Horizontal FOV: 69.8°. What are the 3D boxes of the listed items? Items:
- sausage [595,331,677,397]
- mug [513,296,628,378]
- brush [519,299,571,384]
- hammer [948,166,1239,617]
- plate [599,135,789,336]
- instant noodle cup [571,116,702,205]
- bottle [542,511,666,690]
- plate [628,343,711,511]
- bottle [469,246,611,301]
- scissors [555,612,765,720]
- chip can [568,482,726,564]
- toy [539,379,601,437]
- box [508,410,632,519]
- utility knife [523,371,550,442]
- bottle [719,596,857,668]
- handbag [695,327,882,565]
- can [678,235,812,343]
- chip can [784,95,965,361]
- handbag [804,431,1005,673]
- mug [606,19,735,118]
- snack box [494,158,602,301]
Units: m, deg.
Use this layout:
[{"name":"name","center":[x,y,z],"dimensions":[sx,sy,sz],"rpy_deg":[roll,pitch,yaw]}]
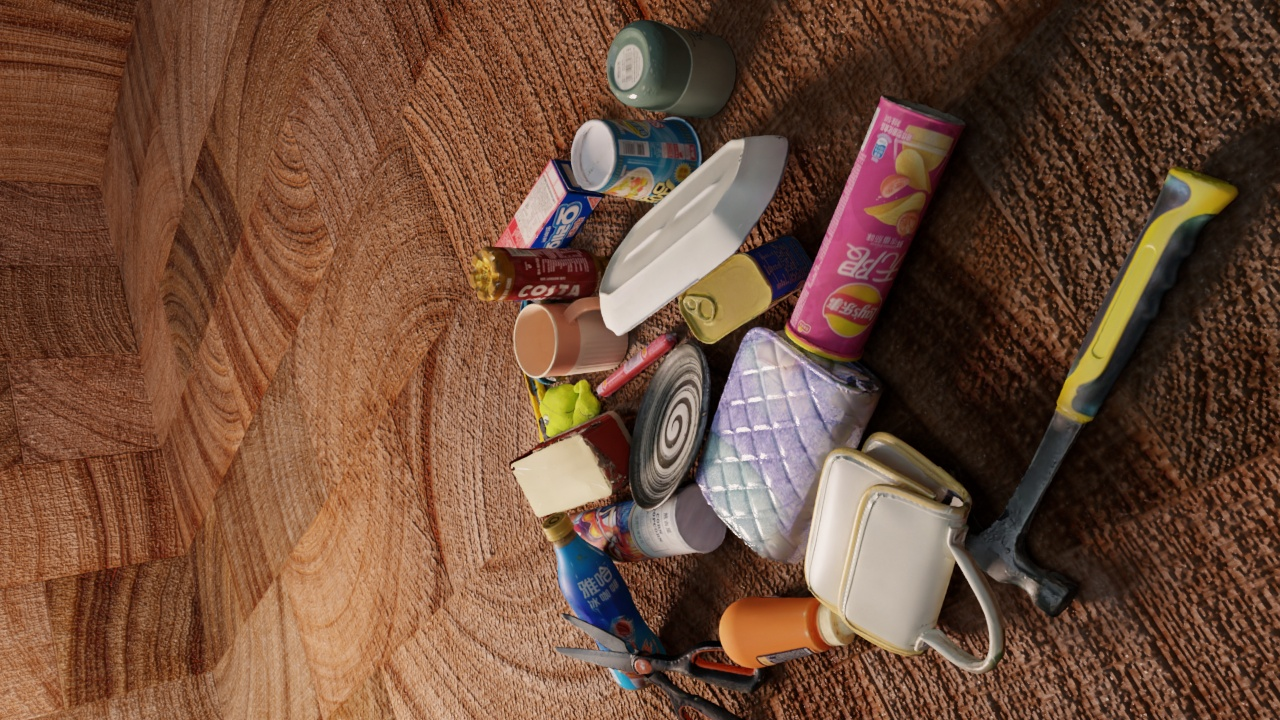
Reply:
[{"name":"sausage","center":[-0.006,0.006,1.031],"dimensions":[0.156,0.020,0.020],"rpy_deg":[-38,66,44]},{"name":"mug","center":[-0.070,-0.033,1.034],"dimensions":[0.115,0.105,0.081],"rpy_deg":[-47,60,40]},{"name":"brush","center":[-0.120,-0.042,1.130],"dimensions":[0.074,0.055,0.144],"rpy_deg":[-4,91,49]},{"name":"hammer","center":[0.315,0.020,0.656],"dimensions":[0.126,0.031,0.324],"rpy_deg":[38,121,39]},{"name":"plate","center":[0.038,-0.126,0.885],"dimensions":[0.267,0.034,0.161],"rpy_deg":[-34,29,46]},{"name":"instant noodle cup","center":[-0.008,-0.207,0.944],"dimensions":[0.099,0.109,0.099],"rpy_deg":[5,97,48]},{"name":"bottle","center":[-0.043,0.258,0.996],"dimensions":[0.065,0.065,0.219],"rpy_deg":[-6,118,49]},{"name":"plate","center":[0.035,0.069,0.949],"dimensions":[0.179,0.024,0.179],"rpy_deg":[-164,91,-72]},{"name":"bottle","center":[-0.099,-0.095,1.009],"dimensions":[0.058,0.174,0.057],"rpy_deg":[6,98,49]},{"name":"scissors","center":[0.020,0.333,0.953],"dimensions":[0.227,0.021,0.198],"rpy_deg":[-15,100,21]},{"name":"chip can","center":[-0.004,0.186,1.008],"dimensions":[0.215,0.071,0.071],"rpy_deg":[-22,77,48]},{"name":"toy","center":[-0.086,0.062,1.120],"dimensions":[0.100,0.031,0.097],"rpy_deg":[30,116,38]},{"name":"box","center":[-0.081,0.130,1.070],"dimensions":[0.169,0.076,0.091],"rpy_deg":[-27,93,48]},{"name":"utility knife","center":[-0.128,0.064,1.179],"dimensions":[0.033,0.015,0.167],"rpy_deg":[-33,69,43]},{"name":"bottle","center":[0.145,0.248,0.855],"dimensions":[0.150,0.066,0.066],"rpy_deg":[-22,77,40]},{"name":"handbag","center":[0.132,0.071,0.836],"dimensions":[0.134,0.075,0.194],"rpy_deg":[45,127,43]},{"name":"can","center":[0.099,-0.067,0.847],"dimensions":[0.102,0.083,0.057],"rpy_deg":[-35,85,45]},{"name":"chip can","center":[0.190,-0.106,0.756],"dimensions":[0.071,0.071,0.211],"rpy_deg":[41,122,39]},{"name":"handbag","center":[0.215,0.165,0.735],"dimensions":[0.179,0.063,0.164],"rpy_deg":[37,132,44]},{"name":"mug","center":[0.020,-0.293,0.907],"dimensions":[0.111,0.106,0.082],"rpy_deg":[48,128,36]},{"name":"snack box","center":[-0.124,-0.154,1.124],"dimensions":[0.208,0.057,0.058],"rpy_deg":[-48,57,40]}]
